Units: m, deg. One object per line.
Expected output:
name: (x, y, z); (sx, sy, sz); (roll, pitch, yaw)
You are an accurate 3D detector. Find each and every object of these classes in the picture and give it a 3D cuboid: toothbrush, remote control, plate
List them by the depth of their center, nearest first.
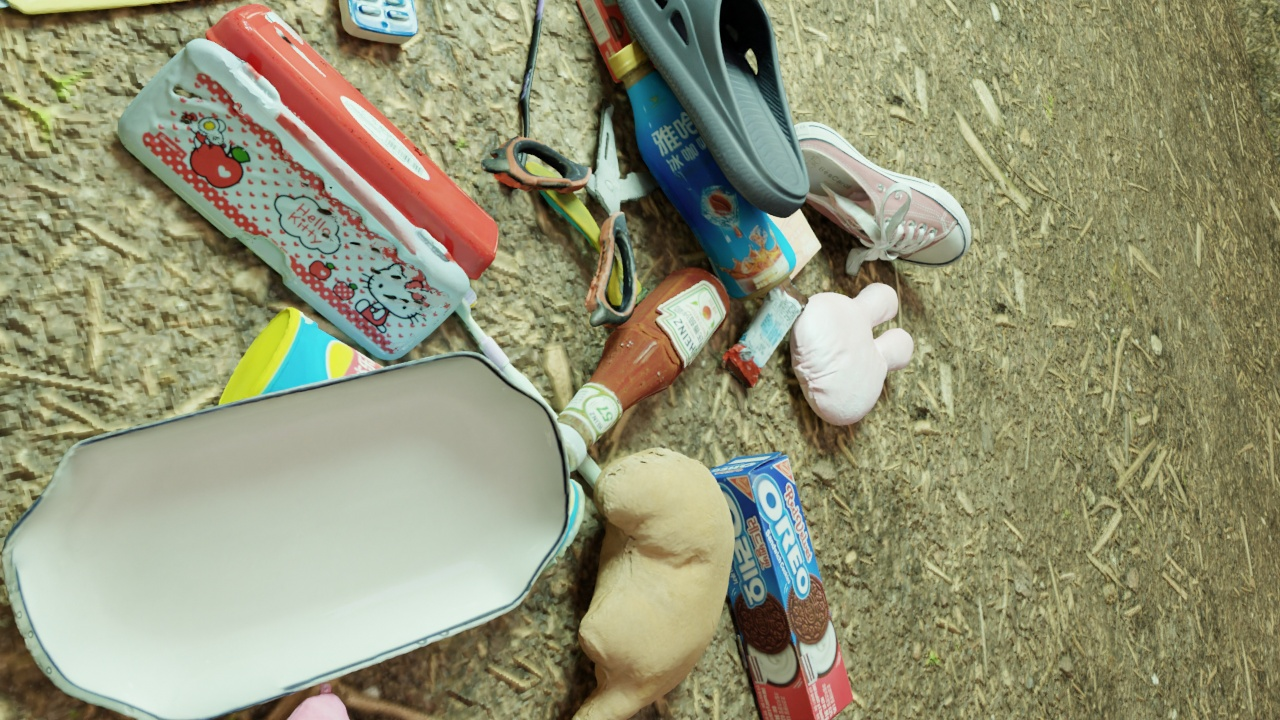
plate: (-0.165, 0.085, 0.471); (0.265, 0.034, 0.162); (-16, 112, -21)
remote control: (-0.180, -0.271, 0.604); (0.049, 0.024, 0.125); (-5, 85, -41)
toothbrush: (-0.070, 0.028, 0.633); (0.020, 0.029, 0.189); (-34, 108, 3)
toothbrush: (-0.084, -0.213, 0.681); (0.016, 0.014, 0.188); (14, 71, -25)

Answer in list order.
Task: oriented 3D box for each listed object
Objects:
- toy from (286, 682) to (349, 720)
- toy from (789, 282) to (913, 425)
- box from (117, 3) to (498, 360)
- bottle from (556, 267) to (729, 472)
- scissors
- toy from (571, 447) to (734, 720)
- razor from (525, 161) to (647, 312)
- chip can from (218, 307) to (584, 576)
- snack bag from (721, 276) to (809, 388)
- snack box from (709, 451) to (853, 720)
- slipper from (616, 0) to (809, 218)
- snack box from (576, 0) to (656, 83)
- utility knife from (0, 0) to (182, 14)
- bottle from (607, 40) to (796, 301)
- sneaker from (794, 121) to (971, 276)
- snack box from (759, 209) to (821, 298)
toy: (-0.170, 0.257, 0.459); (0.194, 0.075, 0.178); (28, 61, -37)
toy: (0.196, -0.010, 0.846); (0.159, 0.054, 0.121); (-24, 98, -38)
box: (-0.188, -0.104, 0.550); (0.201, 0.100, 0.094); (44, 14, -23)
bottle: (-0.004, 0.004, 0.661); (0.060, 0.060, 0.205); (56, 47, -16)
scissors: (-0.030, -0.115, 0.671); (0.224, 0.015, 0.189); (-12, 78, -54)
toy: (0.004, 0.173, 0.627); (0.143, 0.083, 0.225); (19, 77, -44)
razor: (-0.042, -0.093, 0.682); (0.043, 0.028, 0.132); (-46, 108, -34)
chip can: (-0.132, 0.054, 0.539); (0.210, 0.071, 0.071); (36, 59, -30)
snack bag: (0.106, -0.026, 0.778); (0.045, 0.026, 0.105); (42, 72, -22)
snack box: (0.106, 0.180, 0.724); (0.057, 0.058, 0.207); (-15, 90, -45)
slipper: (0.069, -0.234, 0.694); (0.110, 0.084, 0.268); (-2, 61, -51)
snack box: (0.019, -0.290, 0.779); (0.152, 0.026, 0.075); (-34, 103, -40)
utility knife: (-0.285, -0.210, 0.503); (0.178, 0.019, 0.031); (-30, 96, -47)
bottle: (0.046, -0.152, 0.731); (0.065, 0.065, 0.219); (-45, 108, -38)
sneaker: (0.224, -0.135, 0.867); (0.241, 0.119, 0.087); (24, 47, -28)
snack box: (0.095, -0.142, 0.809); (0.084, 0.026, 0.157); (-45, 110, -37)
